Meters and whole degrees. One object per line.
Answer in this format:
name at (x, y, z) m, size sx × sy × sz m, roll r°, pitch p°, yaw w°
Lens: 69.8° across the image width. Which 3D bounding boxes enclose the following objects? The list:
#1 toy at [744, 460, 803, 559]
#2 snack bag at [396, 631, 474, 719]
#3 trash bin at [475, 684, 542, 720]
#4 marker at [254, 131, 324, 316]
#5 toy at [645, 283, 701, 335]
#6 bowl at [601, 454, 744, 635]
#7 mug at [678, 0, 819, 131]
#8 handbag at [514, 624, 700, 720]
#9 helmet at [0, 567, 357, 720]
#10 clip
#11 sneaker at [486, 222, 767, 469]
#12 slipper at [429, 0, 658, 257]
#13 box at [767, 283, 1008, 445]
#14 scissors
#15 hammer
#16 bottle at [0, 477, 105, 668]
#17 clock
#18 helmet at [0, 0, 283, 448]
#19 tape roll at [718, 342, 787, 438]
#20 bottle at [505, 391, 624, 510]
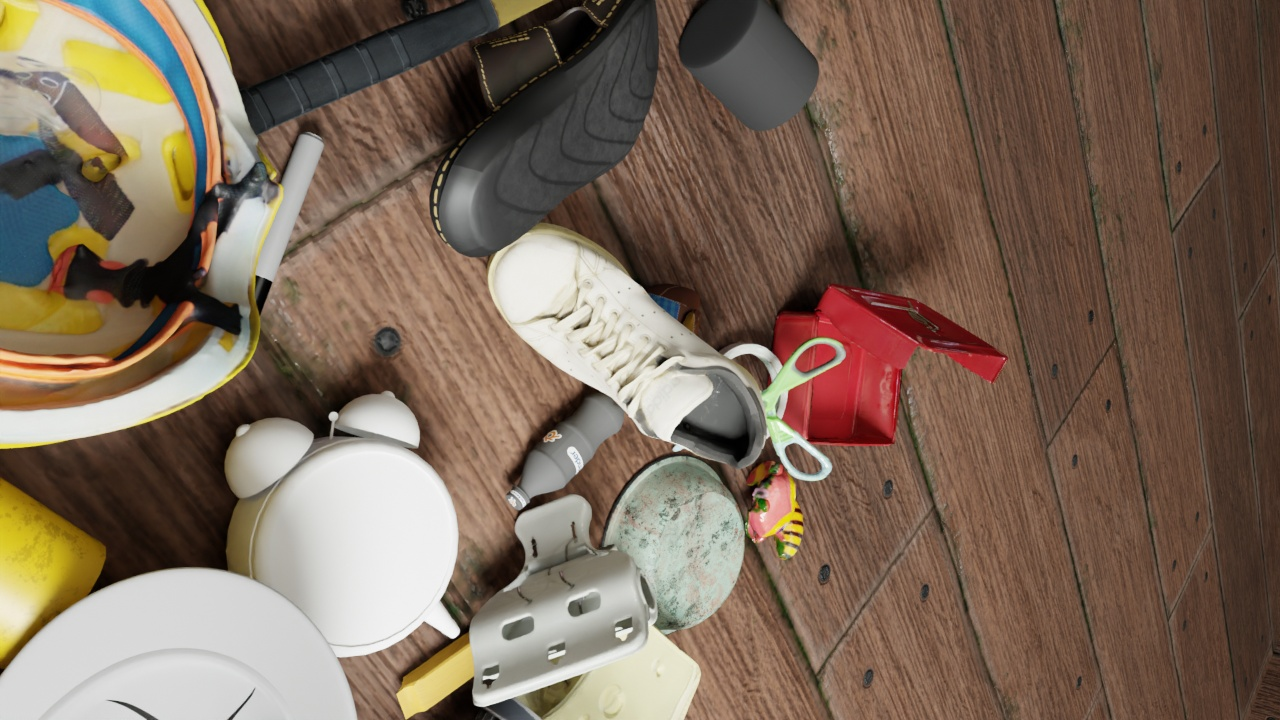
toy at (0.123, 0.136, 0.843) m, size 0.103 × 0.046 × 0.084 m, roll 59°, pitch 35°, yaw -42°
snack bag at (-0.126, 0.211, 0.640) m, size 0.099 × 0.020 × 0.026 m, roll -29°, pitch 108°, yaw -37°
trash bin at (-0.122, 0.349, 0.571) m, size 0.226 × 0.164 × 0.164 m, roll -42°, pitch 121°, yaw -27°
marker at (-0.212, -0.065, 0.528) m, size 0.016 × 0.016 × 0.140 m, roll 25°, pitch 78°, yaw -42°
toy at (0.022, -0.017, 0.739) m, size 0.102 × 0.071 × 0.090 m, roll -15°, pitch 120°, yaw -64°
bowl at (0.037, 0.160, 0.770) m, size 0.157 × 0.039 × 0.157 m, roll -6°, pitch 100°, yaw -42°
mug at (0.087, -0.257, 0.747) m, size 0.088 × 0.078 × 0.113 m, roll 31°, pitch 47°, yaw -41°
handbag at (-0.023, 0.245, 0.694) m, size 0.119 × 0.081 × 0.111 m, roll 48°, pitch 57°, yaw -35°
helmet at (-0.237, 0.217, 0.476) m, size 0.183 × 0.117 × 0.271 m, roll 19°, pitch 95°, yaw -11°
clip at (-0.052, 0.163, 0.626) m, size 0.125 × 0.142 × 0.073 m, roll -20°, pitch 118°, yaw 9°
sneaker at (-0.004, 0.004, 0.633) m, size 0.241 × 0.102 × 0.089 m, roll 34°, pitch 108°, yaw -22°
slipper at (-0.064, -0.168, 0.615) m, size 0.267 × 0.076 × 0.113 m, roll -54°, pitch 152°, yaw -36°
box at (0.210, 0.019, 0.865) m, size 0.157 × 0.154 × 0.169 m, roll 5°, pitch 122°, yaw -41°
scissors at (0.106, 0.040, 0.781) m, size 0.171 × 0.022 × 0.174 m, roll -30°, pitch 102°, yaw -1°
hammer at (-0.116, -0.198, 0.548) m, size 0.332 × 0.118 × 0.025 m, roll -36°, pitch 116°, yaw -28°
bottle at (-0.328, 0.064, 0.400) m, size 0.071 × 0.071 × 0.164 m, roll -55°, pitch 127°, yaw -23°
clock at (-0.181, 0.106, 0.552) m, size 0.125 × 0.073 × 0.161 m, roll -15°, pitch 98°, yaw -41°
helmet at (-0.280, -0.073, 0.387) m, size 0.208 × 0.140 × 0.239 m, roll 15°, pitch 63°, yaw -47°
tape roll at (0.090, 0.031, 0.809) m, size 0.092 × 0.013 × 0.093 m, roll -4°, pitch 97°, yaw -31°
bottle at (-0.056, 0.067, 0.674) m, size 0.109 × 0.036 × 0.036 m, roll -45°, pitch 123°, yaw -30°
